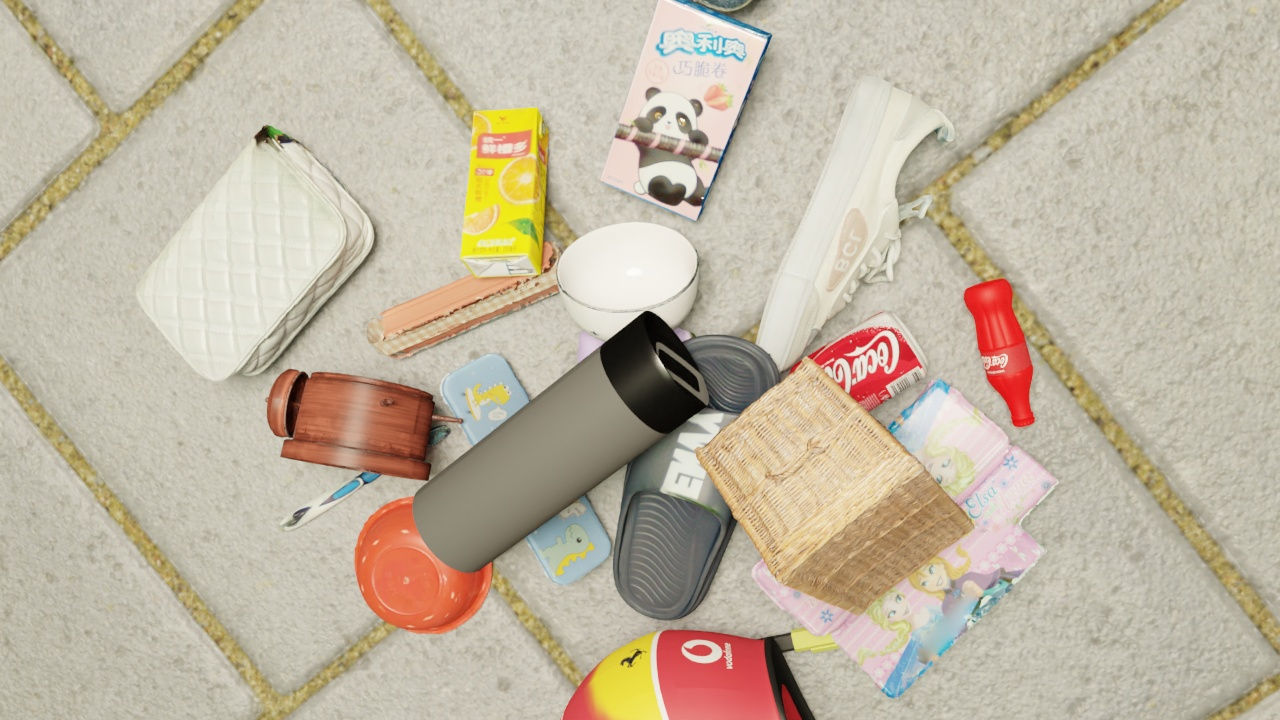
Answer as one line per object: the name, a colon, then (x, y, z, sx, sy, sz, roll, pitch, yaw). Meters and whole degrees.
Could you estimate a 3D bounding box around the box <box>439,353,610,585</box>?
box: (-0.098, 0.094, 0.786, 0.068, 0.059, 0.210, -29, 93, 7)

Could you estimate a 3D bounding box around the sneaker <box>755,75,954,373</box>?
sneaker: (0.165, -0.092, 0.714, 0.091, 0.089, 0.242, 23, 99, 2)

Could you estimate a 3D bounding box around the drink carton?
drink carton: (-0.108, -0.136, 0.742, 0.058, 0.043, 0.134, -2, 72, 8)

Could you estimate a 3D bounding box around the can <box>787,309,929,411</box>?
can: (0.172, 0.011, 0.738, 0.105, 0.064, 0.064, -33, 92, 10)

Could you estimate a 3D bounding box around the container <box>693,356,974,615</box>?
container: (0.141, 0.093, 0.653, 0.114, 0.198, 0.112, -41, 56, 9)

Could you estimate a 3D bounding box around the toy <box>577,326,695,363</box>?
toy: (-0.005, 0.005, 0.774, 0.100, 0.036, 0.080, 8, 108, 10)

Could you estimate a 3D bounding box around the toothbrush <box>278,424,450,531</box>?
toothbrush: (-0.251, 0.107, 0.825, 0.189, 0.017, 0.016, -30, 93, 9)

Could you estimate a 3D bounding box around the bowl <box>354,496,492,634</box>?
bowl: (-0.200, 0.189, 0.815, 0.130, 0.045, 0.130, 1, 97, 7)

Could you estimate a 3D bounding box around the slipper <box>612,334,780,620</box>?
slipper: (0.028, 0.106, 0.735, 0.111, 0.083, 0.269, 21, 112, 14)

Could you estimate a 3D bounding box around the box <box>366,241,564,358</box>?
box: (-0.144, -0.050, 0.789, 0.188, 0.064, 0.056, -20, 59, 11)

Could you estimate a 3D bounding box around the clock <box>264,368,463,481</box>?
clock: (-0.239, 0.053, 0.756, 0.158, 0.120, 0.072, 4, 78, 28)

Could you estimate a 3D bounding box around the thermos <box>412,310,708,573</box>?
thermos: (-0.062, 0.066, 0.699, 0.241, 0.082, 0.082, -38, 91, 19)

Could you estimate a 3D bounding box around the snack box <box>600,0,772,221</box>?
snack box: (0.033, -0.196, 0.720, 0.088, 0.033, 0.154, 24, 120, 3)

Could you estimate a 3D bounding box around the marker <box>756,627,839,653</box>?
marker: (0.121, 0.248, 0.796, 0.124, 0.021, 0.017, -14, 139, 10)

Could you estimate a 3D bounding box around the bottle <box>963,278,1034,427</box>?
bottle: (0.292, -0.005, 0.735, 0.036, 0.036, 0.119, -17, 95, 9)

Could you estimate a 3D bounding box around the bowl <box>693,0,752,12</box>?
bowl: (0.067, -0.323, 0.714, 0.110, 0.055, 0.110, 1, 96, 7)

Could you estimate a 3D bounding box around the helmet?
helmet: (0.044, 0.350, 0.731, 0.225, 0.197, 0.271, -26, 102, 9)

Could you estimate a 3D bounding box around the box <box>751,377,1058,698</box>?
box: (0.223, 0.149, 0.748, 0.159, 0.035, 0.230, 43, 101, 14)

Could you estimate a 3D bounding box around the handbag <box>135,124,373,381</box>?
handbag: (-0.329, -0.086, 0.785, 0.195, 0.072, 0.139, -45, 81, 10)

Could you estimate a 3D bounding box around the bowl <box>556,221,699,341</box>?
bowl: (-0.008, -0.055, 0.738, 0.113, 0.113, 0.063, 1, 135, 7)
